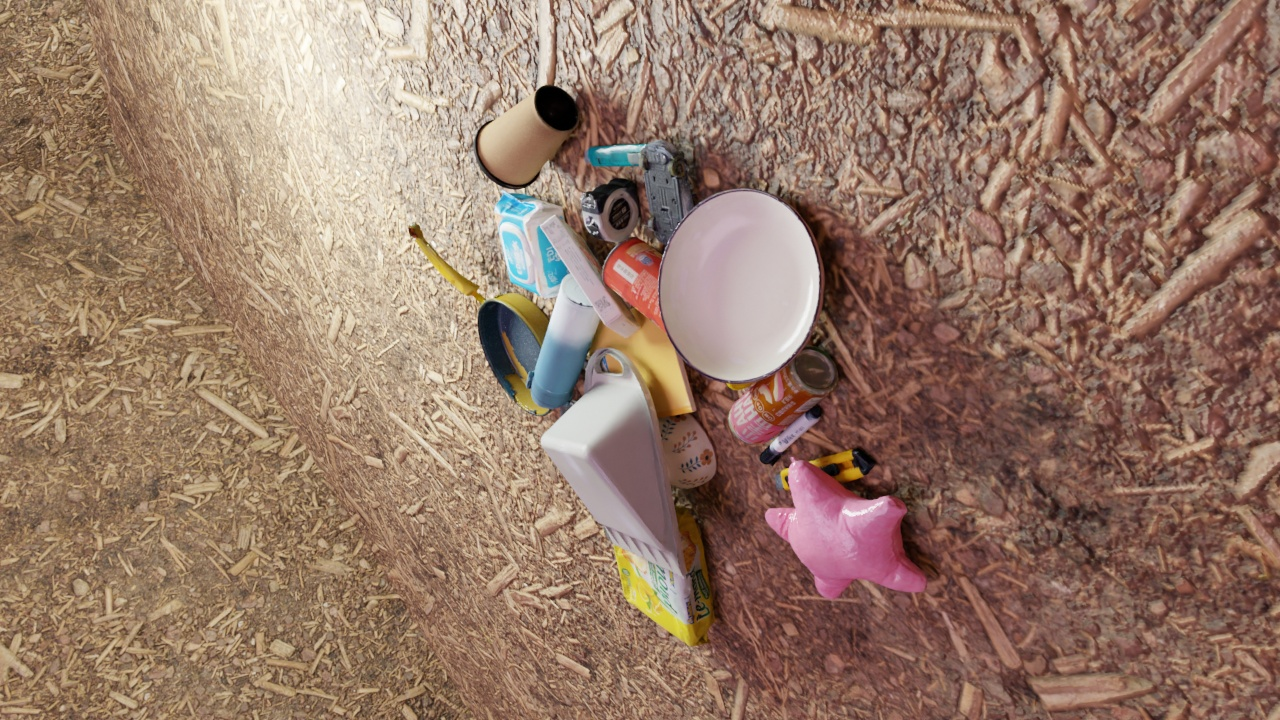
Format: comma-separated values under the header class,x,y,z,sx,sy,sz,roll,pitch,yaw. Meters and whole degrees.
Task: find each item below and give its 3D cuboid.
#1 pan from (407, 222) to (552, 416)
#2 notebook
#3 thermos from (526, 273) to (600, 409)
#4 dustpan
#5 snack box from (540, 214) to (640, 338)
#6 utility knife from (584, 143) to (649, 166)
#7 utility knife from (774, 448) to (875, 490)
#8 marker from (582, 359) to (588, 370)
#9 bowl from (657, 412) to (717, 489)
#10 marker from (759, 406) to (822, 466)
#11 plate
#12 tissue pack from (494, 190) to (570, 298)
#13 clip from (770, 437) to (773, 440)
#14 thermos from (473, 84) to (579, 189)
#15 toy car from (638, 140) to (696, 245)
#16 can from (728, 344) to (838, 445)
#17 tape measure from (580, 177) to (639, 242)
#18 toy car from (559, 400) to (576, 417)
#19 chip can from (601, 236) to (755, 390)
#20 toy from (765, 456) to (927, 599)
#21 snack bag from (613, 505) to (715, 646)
class,x,y,z,sx,sy,sz,roll,pitch,yaw
pan,-0.234,-0.070,1.406,0.357,0.078,0.198,59,148,3
notebook,-0.007,0.007,1.182,0.207,0.010,0.146,-17,89,58
thermos,-0.102,-0.020,1.243,0.070,0.070,0.221,46,137,22
dustpan,-0.017,0.124,1.208,0.258,0.142,0.223,53,160,-18
snack box,-0.060,-0.102,1.124,0.156,0.027,0.084,57,-171,17
utility knife,-0.017,-0.229,1.032,0.160,0.013,0.029,14,126,50
utility knife,0.196,0.126,1.014,0.033,0.015,0.174,62,149,2
marker,-0.048,0.042,1.293,0.124,0.015,0.018,49,144,21
bowl,0.039,0.121,1.191,0.113,0.062,0.114,37,143,34
marker,0.167,0.086,1.022,0.022,0.018,0.131,32,146,-2
plate,0.103,-0.073,0.914,0.193,0.039,0.192,1,91,40
tissue pack,-0.144,-0.154,1.223,0.090,0.063,0.140,26,135,43
clip,0.134,0.072,1.061,0.057,0.014,0.046,36,139,35
thermos,-0.137,-0.270,1.104,0.144,0.092,0.093,-26,93,51
toy car,0.032,-0.176,0.979,0.054,0.036,0.121,22,136,42
can,0.148,0.039,0.971,0.058,0.057,0.148,54,148,10
tape measure,-0.034,-0.170,1.053,0.034,0.065,0.066,23,131,42
toy car,-0.068,0.126,1.363,0.158,0.042,0.070,60,148,-1
chip can,0.050,-0.055,1.022,0.216,0.073,0.073,40,143,29
toy,0.214,0.176,0.974,0.178,0.074,0.195,56,145,-3
snack bag,0.031,0.284,1.326,0.158,0.068,0.247,23,133,45
